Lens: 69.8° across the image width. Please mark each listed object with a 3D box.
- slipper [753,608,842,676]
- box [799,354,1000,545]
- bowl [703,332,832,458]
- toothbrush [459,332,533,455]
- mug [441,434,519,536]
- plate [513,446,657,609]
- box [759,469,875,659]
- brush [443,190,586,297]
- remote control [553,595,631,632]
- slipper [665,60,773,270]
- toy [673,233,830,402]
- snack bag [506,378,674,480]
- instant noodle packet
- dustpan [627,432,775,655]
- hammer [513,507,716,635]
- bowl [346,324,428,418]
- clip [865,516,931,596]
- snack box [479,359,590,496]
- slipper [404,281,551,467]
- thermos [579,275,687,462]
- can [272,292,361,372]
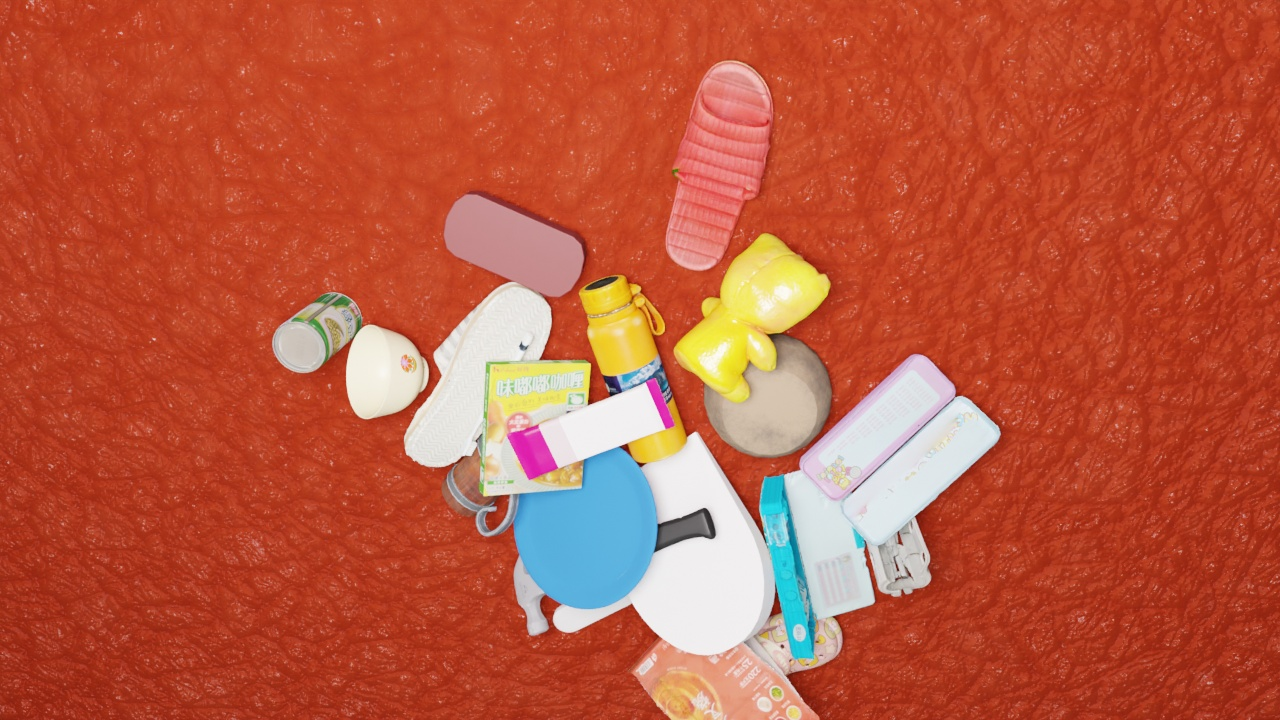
[{"bbox_3d":[0.187,0.415,1.285,0.197,0.081,0.093,-17,110,14],"label":"slipper"},{"bbox_3d":[0.320,0.112,1.143,0.214,0.040,0.151,-44,79,8],"label":"box"},{"bbox_3d":[0.160,0.051,1.149,0.162,0.070,0.162,2,111,5],"label":"bowl"},{"bbox_3d":[-0.180,0.044,1.157,0.017,0.012,0.187,14,112,-48],"label":"toothbrush"},{"bbox_3d":[-0.195,0.163,1.211,0.111,0.081,0.117,-43,66,22],"label":"mug"},{"bbox_3d":[-0.071,0.211,1.207,0.225,0.024,0.224,-3,84,30],"label":"plate"},{"bbox_3d":[0.219,0.256,1.214,0.087,0.167,0.227,3,112,48],"label":"box"},{"bbox_3d":[-0.150,-0.143,1.117,0.173,0.041,0.082,23,112,-4],"label":"brush"},{"bbox_3d":[-0.066,0.352,1.318,0.137,0.013,0.043,-30,106,15],"label":"remote control"},{"bbox_3d":[0.088,-0.215,1.059,0.103,0.059,0.249,13,113,0],"label":"slipper"},{"bbox_3d":[0.117,-0.055,1.076,0.194,0.134,0.087,-51,140,11],"label":"toy"},{"bbox_3d":[-0.061,0.085,1.122,0.197,0.016,0.070,-21,112,6],"label":"snack bag"},{"bbox_3d":[0.115,0.450,1.249,0.221,0.083,0.165,46,110,21],"label":"instant noodle packet"},{"bbox_3d":[0.067,0.256,1.214,0.192,0.053,0.257,-35,70,17],"label":"dustpan"},{"bbox_3d":[-0.042,0.261,1.217,0.324,0.029,0.127,-27,74,27],"label":"hammer"},{"bbox_3d":[-0.315,0.016,1.172,0.074,0.118,0.118,4,120,-43],"label":"bowl"},{"bbox_3d":[0.319,0.248,1.190,0.105,0.126,0.152,2,135,-5],"label":"clip"},{"bbox_3d":[-0.132,0.084,1.150,0.131,0.027,0.168,-1,102,-25],"label":"snack box"},{"bbox_3d":[-0.210,0.020,1.165,0.114,0.054,0.273,26,104,-29],"label":"slipper"},{"bbox_3d":[-0.007,0.007,1.152,0.076,0.091,0.233,-5,113,37],"label":"thermos"},{"bbox_3d":[-0.399,-0.036,1.140,0.067,0.120,0.067,2,111,4],"label":"can"}]
